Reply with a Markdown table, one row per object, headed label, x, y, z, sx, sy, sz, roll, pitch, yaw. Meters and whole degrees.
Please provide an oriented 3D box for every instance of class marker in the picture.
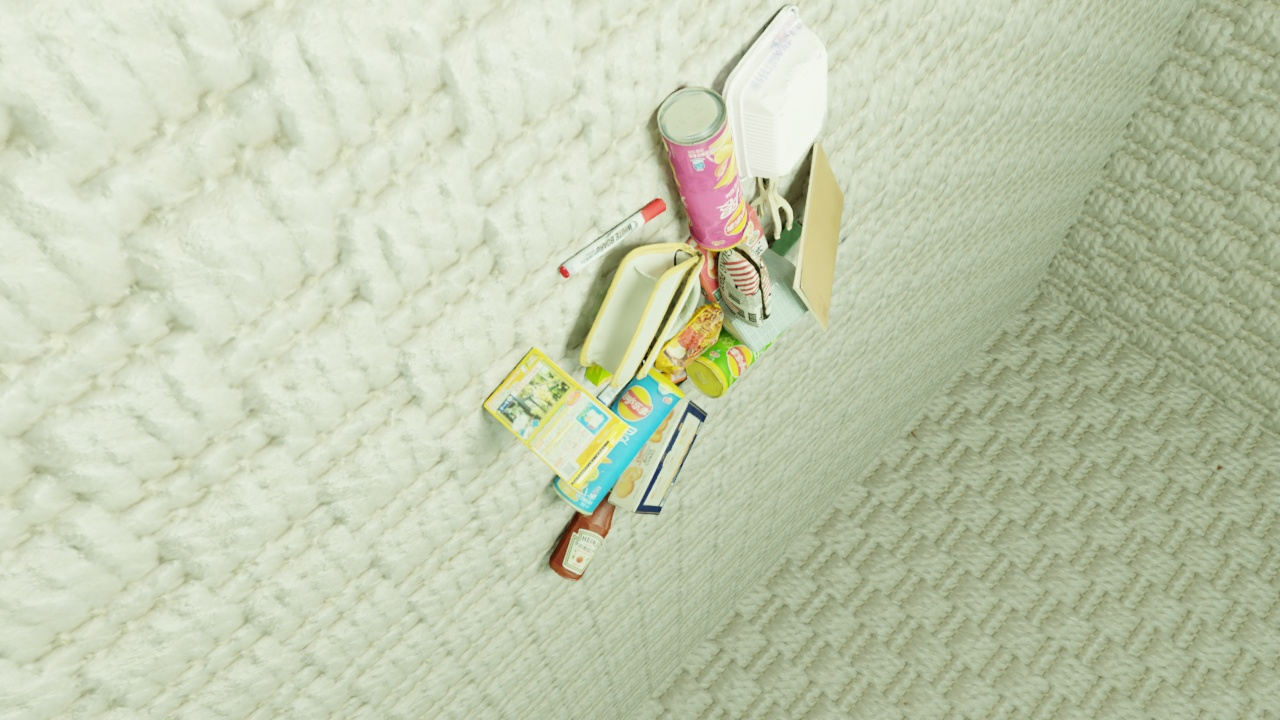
| label | x | y | z | sx | sy | sz | roll | pitch | yaw |
| --- | --- | --- | --- | --- | --- | --- | --- | --- | --- |
| marker | -0.028 | -0.129 | 0.967 | 0.145 | 0.017 | 0.017 | -39 | 154 | -25 |
| marker | -0.007 | 0.007 | 1.207 | 0.145 | 0.017 | 0.017 | -47 | 156 | -8 |

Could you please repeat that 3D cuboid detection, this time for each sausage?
| label | x | y | z | sx | sy | sz | roll | pitch | yaw |
| --- | --- | --- | --- | --- | --- | --- | --- | --- | --- |
| sausage | 0.074 | 0.012 | 1.352 | 0.164 | 0.021 | 0.021 | -21 | 143 | -48 |

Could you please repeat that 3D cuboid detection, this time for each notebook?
| label | x | y | z | sx | sy | sz | roll | pitch | yaw |
| --- | --- | --- | --- | --- | --- | --- | --- | --- | --- |
| notebook | 0.245 | -0.163 | 1.240 | 0.149 | 0.012 | 0.211 | 40 | 57 | -57 |

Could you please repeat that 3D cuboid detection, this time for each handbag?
| label | x | y | z | sx | sy | sz | roll | pitch | yaw |
| --- | --- | --- | --- | --- | --- | --- | --- | --- | --- |
| handbag | 0.025 | -0.056 | 1.056 | 0.178 | 0.063 | 0.164 | -22 | 145 | -52 |

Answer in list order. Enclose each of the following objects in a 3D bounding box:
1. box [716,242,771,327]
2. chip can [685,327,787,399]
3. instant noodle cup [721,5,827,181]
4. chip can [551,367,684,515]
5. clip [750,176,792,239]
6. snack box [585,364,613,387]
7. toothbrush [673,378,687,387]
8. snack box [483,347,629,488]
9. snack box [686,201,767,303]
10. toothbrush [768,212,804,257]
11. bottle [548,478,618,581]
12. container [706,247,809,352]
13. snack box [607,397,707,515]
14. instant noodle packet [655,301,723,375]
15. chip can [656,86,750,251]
| label | x | y | z | sx | sy | sz | roll | pitch | yaw |
| --- | --- | --- | --- | --- | --- | --- | --- | --- | --- |
| box | 0.131 | -0.096 | 1.126 | 0.059 | 0.071 | 0.164 | -29 | 156 | -5 |
| chip can | 0.160 | -0.038 | 1.349 | 0.220 | 0.072 | 0.073 | -43 | 156 | -28 |
| instant noodle cup | 0.154 | -0.277 | 1.000 | 0.137 | 0.060 | 0.173 | -53 | 156 | -14 |
| chip can | -0.031 | 0.108 | 1.244 | 0.210 | 0.071 | 0.071 | -53 | 157 | 5 |
| clip | 0.172 | -0.198 | 1.164 | 0.034 | 0.094 | 0.102 | -36 | 164 | -29 |
| snack box | -0.015 | -0.044 | 1.106 | 0.085 | 0.026 | 0.157 | -27 | 148 | -41 |
| toothbrush | 0.033 | 0.048 | 1.344 | 0.188 | 0.014 | 0.017 | -31 | 162 | -38 |
| snack box | -0.091 | 0.060 | 0.979 | 0.087 | 0.140 | 0.034 | -50 | 158 | -3 |
| snack box | 0.097 | -0.130 | 1.154 | 0.127 | 0.044 | 0.113 | -49 | 157 | -2 |
| toothbrush | 0.204 | -0.168 | 1.312 | 0.224 | 0.027 | 0.026 | -51 | -169 | 2 |
| bottle | -0.066 | 0.236 | 1.390 | 0.206 | 0.060 | 0.059 | -59 | 156 | 4 |
| container | 0.162 | -0.082 | 1.257 | 0.111 | 0.090 | 0.090 | -43 | 131 | -3 |
| snack box | 0.031 | 0.141 | 1.364 | 0.178 | 0.046 | 0.182 | -63 | 164 | -4 |
| instant noodle packet | 0.066 | -0.024 | 1.229 | 0.110 | 0.044 | 0.128 | -42 | 173 | -3 |
| chip can | 0.070 | -0.197 | 0.975 | 0.071 | 0.071 | 0.210 | -47 | 156 | -8 |
